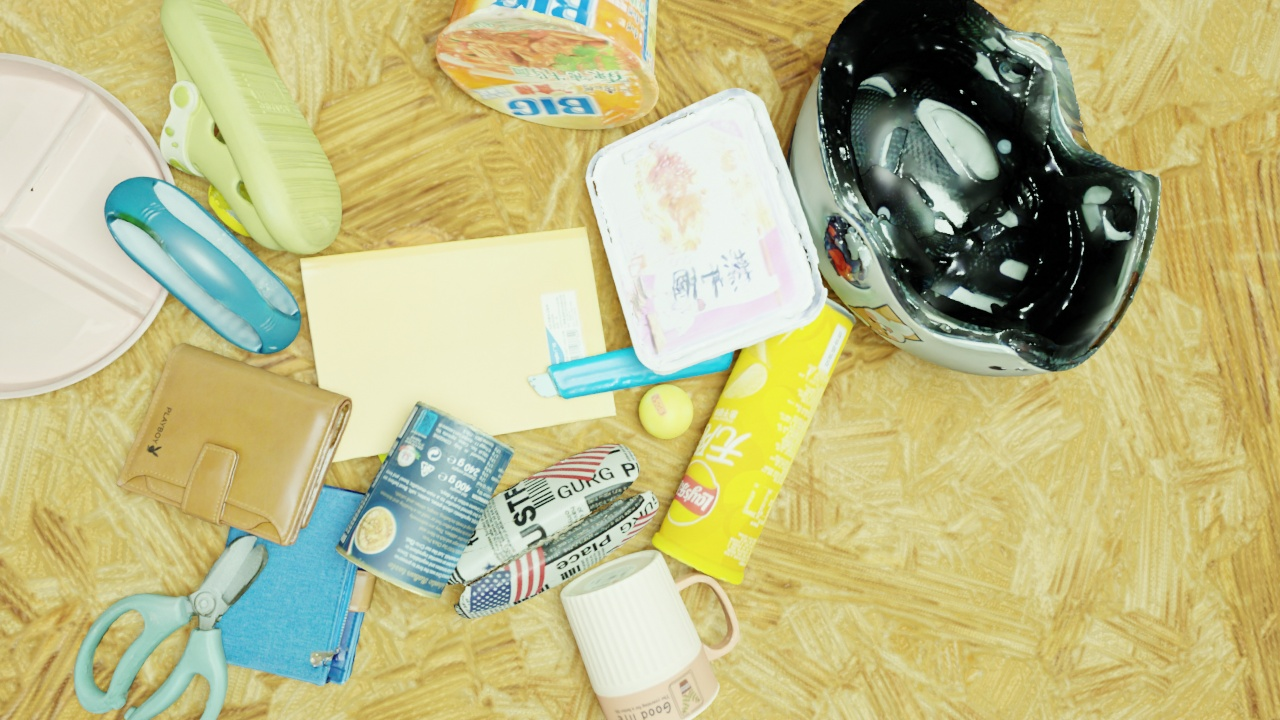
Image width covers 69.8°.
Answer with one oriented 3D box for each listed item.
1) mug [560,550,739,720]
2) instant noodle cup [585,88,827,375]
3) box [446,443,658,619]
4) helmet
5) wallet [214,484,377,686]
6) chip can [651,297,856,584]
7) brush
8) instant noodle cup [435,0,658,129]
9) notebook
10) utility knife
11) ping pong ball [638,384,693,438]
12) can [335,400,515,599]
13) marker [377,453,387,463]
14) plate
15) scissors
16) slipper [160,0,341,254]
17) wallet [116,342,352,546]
[{"bbox_3d":[0.012,0.194,0.655,0.114,0.082,0.106,-22,91,-12],"label":"mug"},{"bbox_3d":[0.049,-0.086,0.645,0.138,0.060,0.173,-21,77,18],"label":"instant noodle cup"},{"bbox_3d":[-0.063,0.132,0.659,0.162,0.076,0.087,-27,114,-11],"label":"box"},{"bbox_3d":[0.208,-0.108,0.649,0.274,0.157,0.229,44,68,-4],"label":"helmet"},{"bbox_3d":[-0.239,0.150,0.638,0.106,0.040,0.133,12,88,0],"label":"wallet"},{"bbox_3d":[0.084,0.052,0.671,0.072,0.072,0.213,26,86,-8],"label":"chip can"},{"bbox_3d":[-0.282,-0.060,0.598,0.055,0.074,0.144,-49,116,-16],"label":"brush"},{"bbox_3d":[-0.054,-0.240,0.621,0.151,0.151,0.111,11,79,-9],"label":"instant noodle cup"},{"bbox_3d":[-0.128,-0.014,0.661,0.206,0.010,0.146,-9,90,-14],"label":"notebook"},{"bbox_3d":[-0.004,0.004,0.678,0.159,0.018,0.034,-11,94,-15],"label":"utility knife"},{"bbox_3d":[0.019,0.038,0.677,0.040,0.040,0.040,0,89,-9],"label":"ping pong ball"},{"bbox_3d":[-0.140,0.090,0.607,0.075,0.075,0.111,28,79,-8],"label":"can"},{"bbox_3d":[-0.197,0.030,0.656,0.018,0.015,0.124,-26,94,-12],"label":"marker"},{"bbox_3d":[-0.427,-0.089,0.616,0.229,0.028,0.229,0,90,-10],"label":"plate"},{"bbox_3d":[-0.324,0.174,0.621,0.130,0.019,0.185,21,89,10],"label":"scissors"},{"bbox_3d":[-0.274,-0.152,0.621,0.082,0.091,0.190,-25,93,16],"label":"slipper"},{"bbox_3d":[-0.273,0.056,0.618,0.132,0.031,0.107,18,81,10],"label":"wallet"}]
